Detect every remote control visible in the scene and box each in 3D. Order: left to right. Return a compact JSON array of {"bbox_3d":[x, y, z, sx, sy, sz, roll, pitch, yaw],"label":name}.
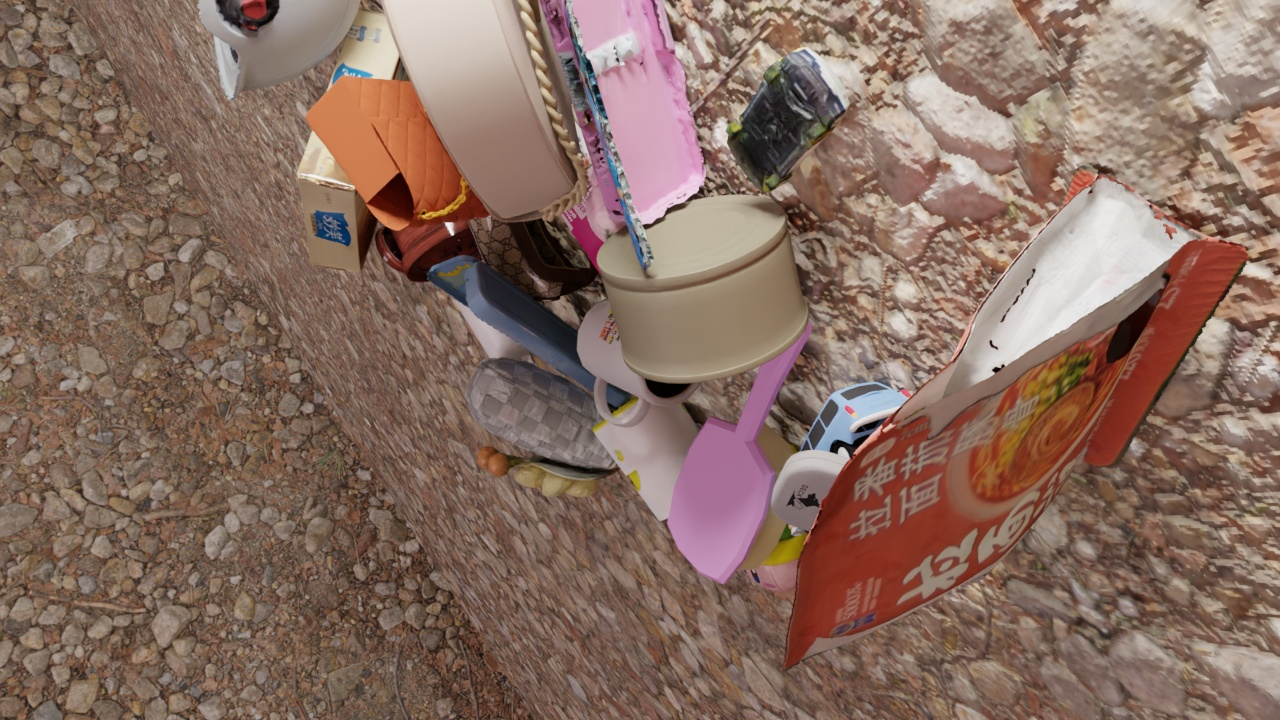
[{"bbox_3d":[0.162,0.101,0.593,0.151,0.019,0.074,17,140,3],"label":"remote control"}]

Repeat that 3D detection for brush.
[{"bbox_3d":[0.086,0.064,0.695,0.089,0.043,0.229,44,125,40],"label":"brush"}]

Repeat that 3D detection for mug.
[{"bbox_3d":[-0.005,0.004,0.778,0.073,0.105,0.090,26,179,-41],"label":"mug"},{"bbox_3d":[0.019,0.082,0.846,0.106,0.082,0.083,54,155,2],"label":"mug"}]

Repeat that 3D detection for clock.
[{"bbox_3d":[-0.207,-0.135,0.949,0.072,0.120,0.158,62,147,6],"label":"clock"}]

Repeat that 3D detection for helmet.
[{"bbox_3d":[-0.326,-0.371,0.811,0.236,0.163,0.264,47,142,48],"label":"helmet"}]

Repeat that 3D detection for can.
[{"bbox_3d":[0.040,-0.050,0.601,0.128,0.127,0.073,22,137,50],"label":"can"}]

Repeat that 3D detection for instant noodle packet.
[{"bbox_3d":[0.143,0.037,0.412,0.084,0.220,0.165,43,152,31],"label":"instant noodle packet"}]

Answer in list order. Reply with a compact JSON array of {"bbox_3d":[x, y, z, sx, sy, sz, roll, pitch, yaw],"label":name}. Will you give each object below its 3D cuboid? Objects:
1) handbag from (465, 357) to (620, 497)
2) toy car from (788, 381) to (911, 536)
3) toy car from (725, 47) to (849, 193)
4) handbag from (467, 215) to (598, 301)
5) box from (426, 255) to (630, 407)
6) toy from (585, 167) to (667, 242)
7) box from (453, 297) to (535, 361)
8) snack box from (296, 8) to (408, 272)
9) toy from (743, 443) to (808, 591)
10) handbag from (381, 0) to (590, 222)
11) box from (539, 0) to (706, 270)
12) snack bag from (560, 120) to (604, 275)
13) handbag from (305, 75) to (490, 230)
[{"bbox_3d":[-0.107,0.072,0.945,0.171,0.123,0.112,28,-179,-14],"label":"handbag"},{"bbox_3d":[0.142,0.071,0.640,0.154,0.056,0.054,103,147,-50],"label":"toy car"},{"bbox_3d":[0.084,-0.138,0.529,0.048,0.033,0.106,53,159,3],"label":"toy car"},{"bbox_3d":[-0.097,-0.136,0.839,0.139,0.063,0.166,0,117,41],"label":"handbag"},{"bbox_3d":[-0.097,-0.030,0.862,0.209,0.049,0.120,37,175,-40],"label":"box"},{"bbox_3d":[-0.009,-0.111,0.682,0.102,0.050,0.093,18,-141,-56],"label":"toy"},{"bbox_3d":[-0.158,-0.033,1.027,0.144,0.083,0.136,-15,108,55],"label":"box"},{"bbox_3d":[-0.278,-0.213,0.907,0.055,0.207,0.154,13,154,-9],"label":"snack box"},{"bbox_3d":[0.111,0.133,0.772,0.131,0.096,0.124,51,169,-35],"label":"toy"},{"bbox_3d":[-0.109,-0.210,0.603,0.209,0.103,0.210,65,-170,-54],"label":"handbag"},{"bbox_3d":[-0.026,-0.181,0.546,0.066,0.158,0.231,-5,122,23],"label":"box"},{"bbox_3d":[-0.069,-0.169,0.754,0.070,0.016,0.196,-36,87,37],"label":"snack bag"},{"bbox_3d":[-0.147,-0.156,0.692,0.060,0.171,0.109,-34,88,26],"label":"handbag"}]
